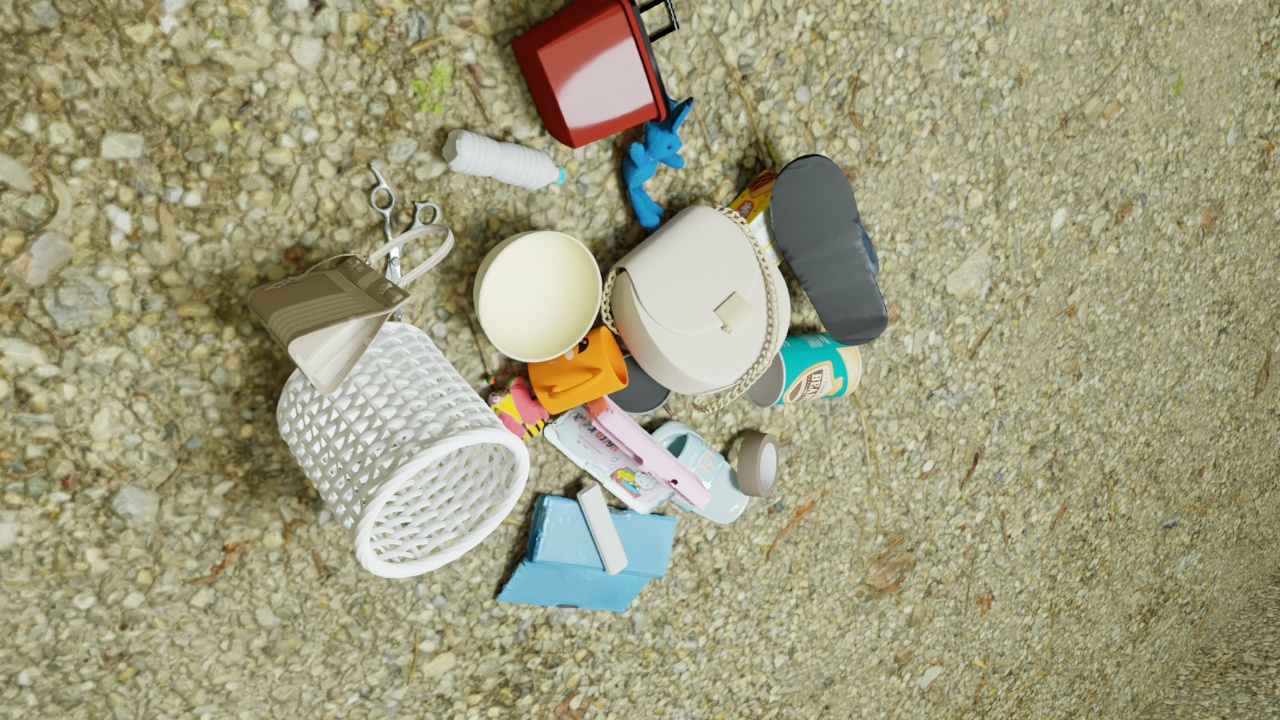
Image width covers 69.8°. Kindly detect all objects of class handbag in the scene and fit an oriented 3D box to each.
[{"bbox_3d":[0.072,-0.067,1.119,0.210,0.104,0.208,-42,96,-29],"label":"handbag"},{"bbox_3d":[-0.266,-0.072,0.893,0.197,0.176,0.062,-38,126,-17],"label":"handbag"}]

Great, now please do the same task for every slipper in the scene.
[{"bbox_3d":[0.243,-0.147,1.187,0.109,0.083,0.266,-20,116,18],"label":"slipper"},{"bbox_3d":[0.082,0.166,1.287,0.245,0.074,0.104,38,86,-39],"label":"slipper"}]

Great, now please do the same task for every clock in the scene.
[{"bbox_3d":[-0.007,0.007,1.157,0.104,0.056,0.148,-9,120,-4],"label":"clock"}]

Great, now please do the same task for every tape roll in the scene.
[{"bbox_3d":[0.172,0.152,1.339,0.093,0.030,0.094,-7,98,-62],"label":"tape roll"}]

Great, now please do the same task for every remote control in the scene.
[{"bbox_3d":[-0.049,0.223,1.211,0.033,0.012,0.131,-31,113,-31],"label":"remote control"}]

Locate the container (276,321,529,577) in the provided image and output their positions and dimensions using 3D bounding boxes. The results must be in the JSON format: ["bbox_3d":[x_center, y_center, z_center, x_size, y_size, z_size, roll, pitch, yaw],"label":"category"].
[{"bbox_3d":[-0.241,0.087,0.932,0.189,0.187,0.190,-31,147,-23],"label":"container"}]

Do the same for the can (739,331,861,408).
[{"bbox_3d":[0.224,0.010,1.297,0.143,0.099,0.099,-5,112,-32],"label":"can"}]

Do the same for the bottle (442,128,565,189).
[{"bbox_3d":[-0.144,-0.214,0.992,0.136,0.044,0.044,7,106,-35],"label":"bottle"}]

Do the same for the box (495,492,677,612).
[{"bbox_3d":[-0.064,0.275,1.250,0.231,0.060,0.175,16,101,-38],"label":"box"}]

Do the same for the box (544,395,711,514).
[{"bbox_3d":[-0.018,0.133,1.161,0.101,0.111,0.201,-45,115,4],"label":"box"}]

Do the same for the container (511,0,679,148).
[{"bbox_3d":[-0.020,-0.328,0.983,0.200,0.127,0.148,-30,124,-12],"label":"container"}]

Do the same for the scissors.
[{"bbox_3d":[-0.269,-0.119,0.970,0.130,0.014,0.153,37,84,-39],"label":"scissors"}]

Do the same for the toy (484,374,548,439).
[{"bbox_3d":[-0.151,0.061,1.109,0.103,0.046,0.084,25,81,-43],"label":"toy"}]

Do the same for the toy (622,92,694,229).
[{"bbox_3d":[0.019,-0.243,1.074,0.071,0.112,0.177,17,126,-2],"label":"toy"}]

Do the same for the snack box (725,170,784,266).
[{"bbox_3d":[0.166,-0.182,1.200,0.105,0.061,0.083,-46,128,-9],"label":"snack box"}]

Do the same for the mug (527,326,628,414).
[{"bbox_3d":[-0.075,0.018,1.074,0.096,0.112,0.078,-21,108,12],"label":"mug"}]

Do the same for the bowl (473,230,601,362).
[{"bbox_3d":[-0.127,-0.081,1.041,0.150,0.075,0.151,-13,116,-28],"label":"bowl"}]
